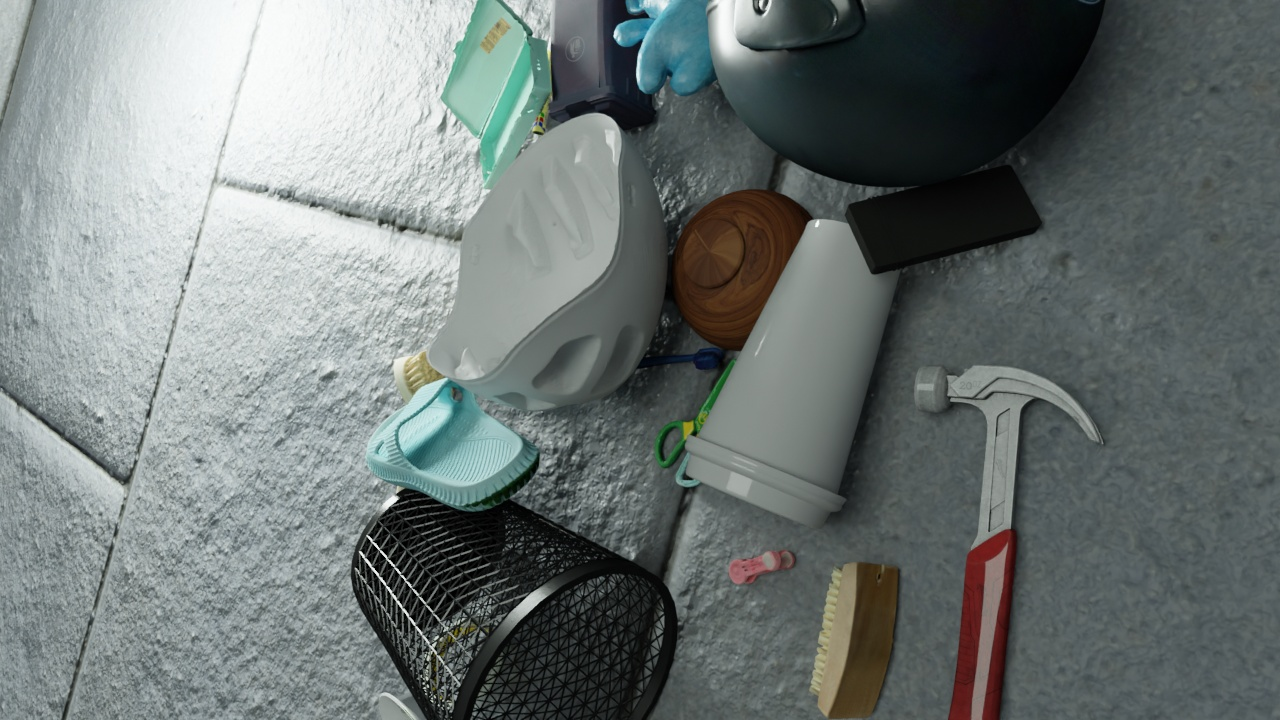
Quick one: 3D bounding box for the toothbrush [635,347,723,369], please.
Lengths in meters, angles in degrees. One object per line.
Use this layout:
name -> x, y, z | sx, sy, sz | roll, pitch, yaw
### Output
toothbrush -> -0.005, 0.005, 0.876 | 0.190, 0.016, 0.017 | -5, 33, 36

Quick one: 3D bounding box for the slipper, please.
slipper -> -0.188, 0.070, 0.851 | 0.115, 0.069, 0.277 | -40, 29, -25

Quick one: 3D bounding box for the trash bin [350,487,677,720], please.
trash bin -> -0.129, 0.225, 0.818 | 0.243, 0.216, 0.217 | 26, 97, 44

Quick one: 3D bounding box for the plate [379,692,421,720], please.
plate -> -0.159, 0.387, 0.805 | 0.229, 0.030, 0.230 | 35, 139, 38

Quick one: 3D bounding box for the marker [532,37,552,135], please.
marker -> -0.101, -0.315, 1.015 | 0.014, 0.014, 0.132 | 7, 85, 37

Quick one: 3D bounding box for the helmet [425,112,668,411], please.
helmet -> -0.079, -0.091, 0.847 | 0.225, 0.183, 0.282 | -15, 69, 35

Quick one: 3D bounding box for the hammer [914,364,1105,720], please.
hammer -> 0.249, 0.162, 0.651 | 0.126, 0.036, 0.315 | 4, 84, 35

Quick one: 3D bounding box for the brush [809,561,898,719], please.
brush -> 0.160, 0.209, 0.696 | 0.039, 0.049, 0.117 | 4, 82, 55

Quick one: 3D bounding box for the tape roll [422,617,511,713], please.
tape roll -> -0.175, 0.305, 0.918 | 0.094, 0.019, 0.093 | -15, 48, 17

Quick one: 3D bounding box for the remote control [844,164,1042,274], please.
remote control -> 0.225, -0.105, 0.682 | 0.133, 0.013, 0.058 | -14, 67, -7

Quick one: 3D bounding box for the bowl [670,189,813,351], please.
bowl -> 0.079, -0.086, 0.801 | 0.148, 0.068, 0.147 | -8, 76, 35

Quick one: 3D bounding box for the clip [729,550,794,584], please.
clip -> 0.097, 0.171, 0.759 | 0.060, 0.044, 0.023 | -17, 67, 19

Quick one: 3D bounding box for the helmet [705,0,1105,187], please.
helmet -> 0.161, -0.258, 0.668 | 0.316, 0.248, 0.236 | 40, 125, 36

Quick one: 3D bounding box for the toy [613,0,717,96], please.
toy -> 0.058, -0.304, 0.839 | 0.184, 0.115, 0.180 | 12, 69, 22

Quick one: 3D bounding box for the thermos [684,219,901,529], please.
thermos -> 0.128, 0.008, 0.720 | 0.132, 0.131, 0.221 | 19, 85, 37

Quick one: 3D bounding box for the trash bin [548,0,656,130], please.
trash bin -> -0.036, -0.312, 0.922 | 0.094, 0.092, 0.160 | -4, 82, 36

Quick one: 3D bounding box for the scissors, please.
scissors -> 0.062, 0.056, 0.821 | 0.131, 0.014, 0.071 | -52, 56, 18

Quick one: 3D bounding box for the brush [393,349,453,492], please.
brush -> -0.261, 0.120, 1.028 | 0.077, 0.062, 0.272 | 11, 91, 42

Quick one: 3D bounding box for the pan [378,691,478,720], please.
pan -> -0.272, 0.450, 0.966 | 0.358, 0.050, 0.200 | -13, 73, 34

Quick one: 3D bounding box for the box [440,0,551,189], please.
box -> -0.153, -0.284, 0.975 | 0.187, 0.057, 0.138 | -40, 70, 56
